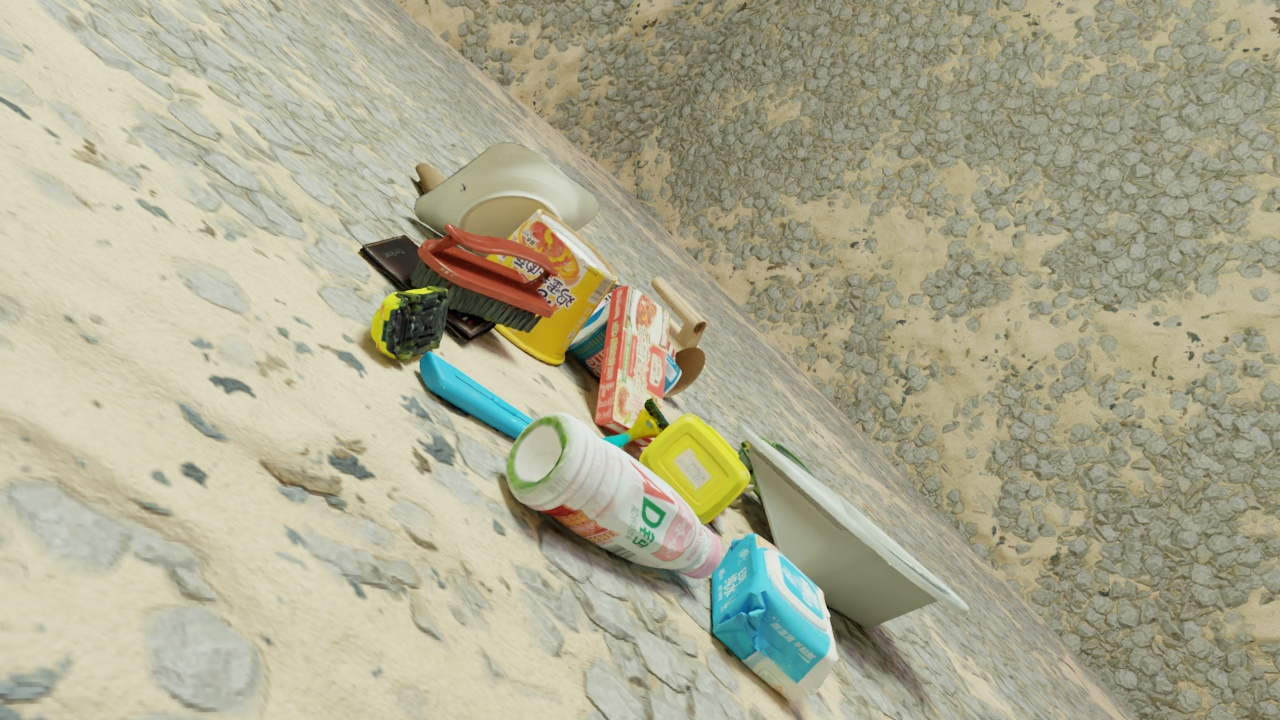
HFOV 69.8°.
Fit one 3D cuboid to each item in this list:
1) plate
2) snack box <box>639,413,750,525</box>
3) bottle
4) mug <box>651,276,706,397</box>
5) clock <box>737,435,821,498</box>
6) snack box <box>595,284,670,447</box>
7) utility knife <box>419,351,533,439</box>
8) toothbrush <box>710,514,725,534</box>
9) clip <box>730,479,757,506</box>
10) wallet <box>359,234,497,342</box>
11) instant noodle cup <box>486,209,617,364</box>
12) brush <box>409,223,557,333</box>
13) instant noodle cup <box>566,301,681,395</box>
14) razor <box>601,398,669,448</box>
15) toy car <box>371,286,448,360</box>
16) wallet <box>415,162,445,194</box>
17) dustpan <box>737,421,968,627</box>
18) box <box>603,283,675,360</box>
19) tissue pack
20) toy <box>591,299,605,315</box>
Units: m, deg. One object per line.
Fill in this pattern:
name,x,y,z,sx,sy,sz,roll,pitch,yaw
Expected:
plate,-0.141,-0.154,0.990,0.163,0.165,0.034,28,43,-46
snack box,0.052,0.107,0.874,0.091,0.082,0.080,47,-2,13
bottle,-0.009,0.108,0.672,0.197,0.068,0.068,38,12,-39
mug,0.028,-0.032,1.186,0.084,0.125,0.103,-8,43,-38
clock,0.181,0.155,1.185,0.161,0.056,0.116,31,16,-47
snack box,-0.006,0.005,0.939,0.075,0.026,0.152,32,55,-43
utility knife,-0.092,0.051,0.713,0.191,0.018,0.034,37,17,-36
toothbrush,0.044,0.093,0.944,0.016,0.018,0.191,14,42,-55
clip,0.086,0.130,1.013,0.104,0.035,0.082,11,37,-56
wallet,-0.186,-0.066,0.823,0.122,0.020,0.096,41,11,-2
instant noodle cup,-0.099,-0.081,0.947,0.138,0.110,0.138,40,12,-10
brush,-0.136,-0.077,0.806,0.145,0.069,0.063,18,26,-54
instant noodle cup,-0.014,-0.005,1.022,0.110,0.099,0.099,48,10,-12
razor,-0.014,0.071,0.855,0.043,0.028,0.132,58,30,6
toy car,-0.171,-0.030,0.680,0.032,0.048,0.105,11,10,7
wallet,-0.226,-0.189,1.109,0.090,0.033,0.115,37,11,-41
dustpan,0.244,0.181,1.007,0.222,0.143,0.257,36,33,-34
box,-0.019,-0.018,1.138,0.163,0.076,0.088,50,-20,32
tissue pack,0.106,0.199,0.734,0.090,0.063,0.140,42,11,-4
toy,-0.066,-0.054,1.097,0.039,0.083,0.108,98,-32,-54
